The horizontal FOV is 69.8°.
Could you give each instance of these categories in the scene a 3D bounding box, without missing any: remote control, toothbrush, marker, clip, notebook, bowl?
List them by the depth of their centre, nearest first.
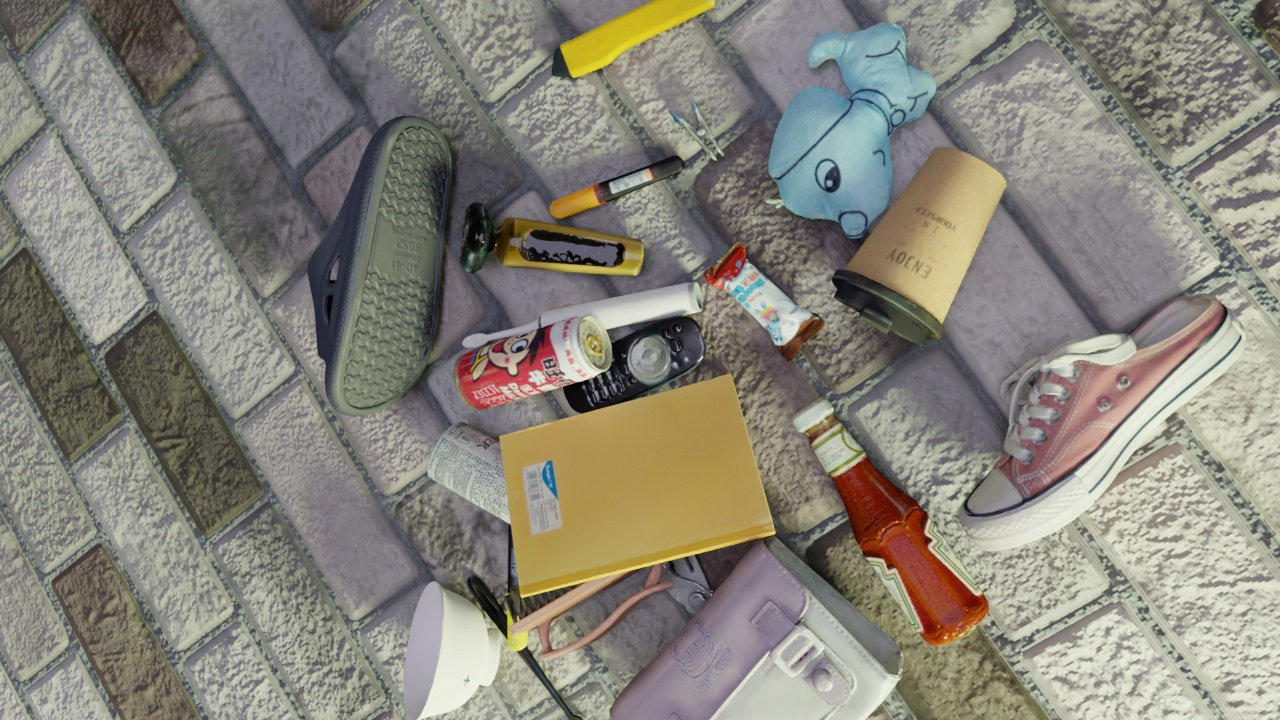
[{"bbox_3d":[-0.008,0.098,0.744,0.206,0.010,0.145,-16,59,4],"label":"notebook"},{"bbox_3d":[0.051,-0.192,0.768,0.044,0.027,0.058,-34,82,6],"label":"clip"},{"bbox_3d":[-0.005,0.005,0.786,0.137,0.024,0.053,-25,80,19],"label":"remote control"},{"bbox_3d":[-0.021,-0.150,0.795,0.124,0.015,0.018,-19,87,13],"label":"marker"},{"bbox_3d":[-0.055,-0.035,0.800,0.221,0.026,0.027,-10,96,16],"label":"toothbrush"},{"bbox_3d":[-0.162,0.258,0.810,0.064,0.118,0.118,13,96,-24],"label":"bowl"},{"bbox_3d":[-0.111,0.196,0.821,0.018,0.015,0.124,-3,83,12],"label":"marker"},{"bbox_3d":[-0.100,0.266,0.826,0.016,0.018,0.181,-43,78,11],"label":"toothbrush"}]

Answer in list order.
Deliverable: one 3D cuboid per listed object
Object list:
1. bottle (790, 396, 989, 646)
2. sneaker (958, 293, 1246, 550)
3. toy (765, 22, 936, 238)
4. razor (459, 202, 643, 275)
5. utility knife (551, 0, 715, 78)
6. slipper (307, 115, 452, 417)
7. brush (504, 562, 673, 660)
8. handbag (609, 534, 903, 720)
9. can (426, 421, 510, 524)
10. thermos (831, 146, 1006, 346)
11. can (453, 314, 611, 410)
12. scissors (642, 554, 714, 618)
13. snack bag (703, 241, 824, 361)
[{"bbox_3d":[0.189,0.121,0.717,0.060,0.059,0.206,-36,81,14],"label":"bottle"},{"bbox_3d":[0.310,0.031,0.656,0.088,0.118,0.241,45,97,-7],"label":"sneaker"},{"bbox_3d":[0.160,-0.180,0.724,0.156,0.049,0.161,-30,77,13],"label":"toy"},{"bbox_3d":[-0.078,-0.098,0.790,0.167,0.067,0.062,8,94,10],"label":"razor"},{"bbox_3d":[0.002,-0.285,0.785,0.178,0.015,0.033,-20,91,14],"label":"utility knife"},{"bbox_3d":[-0.237,-0.084,0.822,0.083,0.110,0.268,10,89,32],"label":"slipper"},{"bbox_3d":[-0.040,0.195,0.774,0.146,0.063,0.073,-33,71,19],"label":"brush"},{"bbox_3d":[0.086,0.255,0.716,0.145,0.098,0.197,43,101,17],"label":"handbag"},{"bbox_3d":[-0.112,0.110,0.803,0.147,0.058,0.058,26,98,14],"label":"can"},{"bbox_3d":[0.212,-0.084,0.693,0.093,0.093,0.143,31,92,13],"label":"thermos"},{"bbox_3d":[-0.093,0.002,0.785,0.133,0.053,0.053,-16,86,27],"label":"can"},{"bbox_3d":[0.066,0.221,0.776,0.225,0.015,0.189,13,95,17],"label":"scissors"},{"bbox_3d":[0.100,-0.050,0.755,0.105,0.026,0.045,45,99,9],"label":"snack bag"}]
